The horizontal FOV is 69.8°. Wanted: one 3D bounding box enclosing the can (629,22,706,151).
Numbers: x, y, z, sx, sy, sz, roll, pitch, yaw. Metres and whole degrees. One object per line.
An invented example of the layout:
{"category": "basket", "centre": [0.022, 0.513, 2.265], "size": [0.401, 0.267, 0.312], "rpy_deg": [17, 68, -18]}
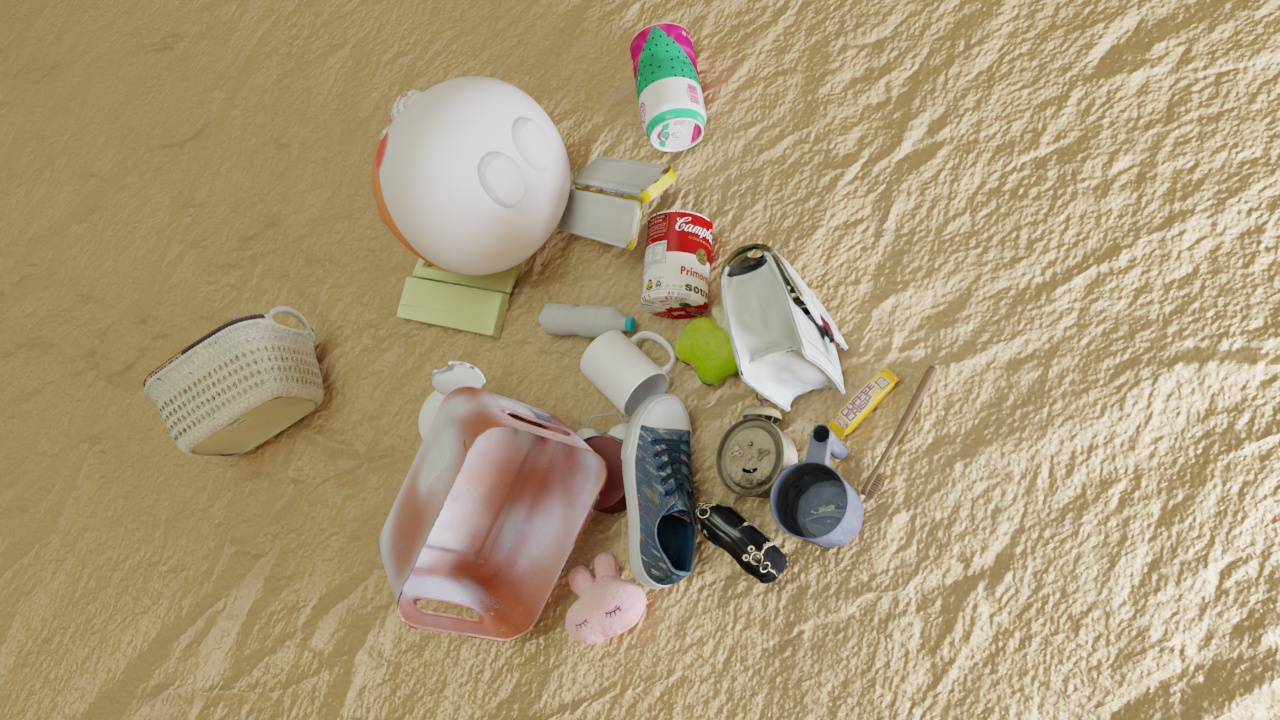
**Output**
{"category": "can", "centre": [0.038, -0.378, 1.266], "size": [0.088, 0.088, 0.165], "rpy_deg": [-16, 67, 19]}

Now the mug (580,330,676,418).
{"category": "mug", "centre": [-0.007, 0.007, 1.179], "size": [0.110, 0.074, 0.090], "rpy_deg": [-35, 59, -19]}

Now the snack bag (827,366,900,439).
{"category": "snack bag", "centre": [0.258, 0.049, 1.063], "size": [0.099, 0.020, 0.026], "rpy_deg": [-46, 60, 5]}

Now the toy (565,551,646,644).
{"category": "toy", "centre": [-0.048, 0.288, 1.114], "size": [0.108, 0.053, 0.105], "rpy_deg": [-34, 48, 13]}

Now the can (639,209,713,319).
{"category": "can", "centre": [0.047, -0.122, 1.179], "size": [0.087, 0.086, 0.116], "rpy_deg": [-2, 72, 24]}

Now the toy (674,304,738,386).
{"category": "toy", "centre": [0.104, -0.029, 1.147], "size": [0.118, 0.043, 0.092], "rpy_deg": [-46, 65, 4]}

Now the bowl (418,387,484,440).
{"category": "bowl", "centre": [-0.265, 0.081, 1.279], "size": [0.115, 0.050, 0.114], "rpy_deg": [-8, 70, 23]}

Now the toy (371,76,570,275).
{"category": "toy", "centre": [-0.242, -0.252, 1.259], "size": [0.281, 0.266, 0.262], "rpy_deg": [1, 48, 45]}

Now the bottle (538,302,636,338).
{"category": "bottle", "centre": [-0.071, -0.053, 1.236], "size": [0.136, 0.044, 0.044], "rpy_deg": [5, 76, 26]}

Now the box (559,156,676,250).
{"category": "box", "centre": [-0.040, -0.219, 1.238], "size": [0.210, 0.045, 0.128], "rpy_deg": [26, 86, 55]}

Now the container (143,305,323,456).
{"category": "container", "centre": [-0.602, 0.040, 1.382], "size": [0.252, 0.184, 0.143], "rpy_deg": [-30, 72, 12]}

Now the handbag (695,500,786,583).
{"category": "handbag", "centre": [0.111, 0.205, 1.046], "size": [0.128, 0.079, 0.054], "rpy_deg": [39, 93, 30]}

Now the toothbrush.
{"category": "toothbrush", "centre": [0.295, 0.081, 1.038], "size": [0.016, 0.016, 0.167], "rpy_deg": [27, 87, 30]}

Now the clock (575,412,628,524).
{"category": "clock", "centre": [-0.043, 0.134, 1.159], "size": [0.096, 0.048, 0.137], "rpy_deg": [-9, 70, 22]}

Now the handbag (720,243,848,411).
{"category": "handbag", "centre": [0.166, -0.035, 1.034], "size": [0.096, 0.198, 0.141], "rpy_deg": [-17, 69, 21]}

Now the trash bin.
{"category": "trash bin", "centre": [-0.186, 0.180, 1.103], "size": [0.157, 0.181, 0.260], "rpy_deg": [36, 103, 56]}

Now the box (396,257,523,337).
{"category": "box", "centre": [-0.268, -0.112, 1.360], "size": [0.187, 0.030, 0.138], "rpy_deg": [13, 81, 28]}

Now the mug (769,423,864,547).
{"category": "mug", "centre": [0.201, 0.141, 1.011], "size": [0.084, 0.104, 0.123], "rpy_deg": [6, 76, 27]}

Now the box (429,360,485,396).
{"category": "box", "centre": [-0.218, 0.082, 1.197], "size": [0.084, 0.165, 0.094], "rpy_deg": [-11, 50, 21]}

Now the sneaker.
{"category": "sneaker", "centre": [0.029, 0.150, 1.087], "size": [0.079, 0.087, 0.235], "rpy_deg": [-25, 59, 61]}

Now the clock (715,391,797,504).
{"category": "clock", "centre": [0.142, 0.099, 1.079], "size": [0.093, 0.054, 0.140], "rpy_deg": [-6, 70, 40]}
